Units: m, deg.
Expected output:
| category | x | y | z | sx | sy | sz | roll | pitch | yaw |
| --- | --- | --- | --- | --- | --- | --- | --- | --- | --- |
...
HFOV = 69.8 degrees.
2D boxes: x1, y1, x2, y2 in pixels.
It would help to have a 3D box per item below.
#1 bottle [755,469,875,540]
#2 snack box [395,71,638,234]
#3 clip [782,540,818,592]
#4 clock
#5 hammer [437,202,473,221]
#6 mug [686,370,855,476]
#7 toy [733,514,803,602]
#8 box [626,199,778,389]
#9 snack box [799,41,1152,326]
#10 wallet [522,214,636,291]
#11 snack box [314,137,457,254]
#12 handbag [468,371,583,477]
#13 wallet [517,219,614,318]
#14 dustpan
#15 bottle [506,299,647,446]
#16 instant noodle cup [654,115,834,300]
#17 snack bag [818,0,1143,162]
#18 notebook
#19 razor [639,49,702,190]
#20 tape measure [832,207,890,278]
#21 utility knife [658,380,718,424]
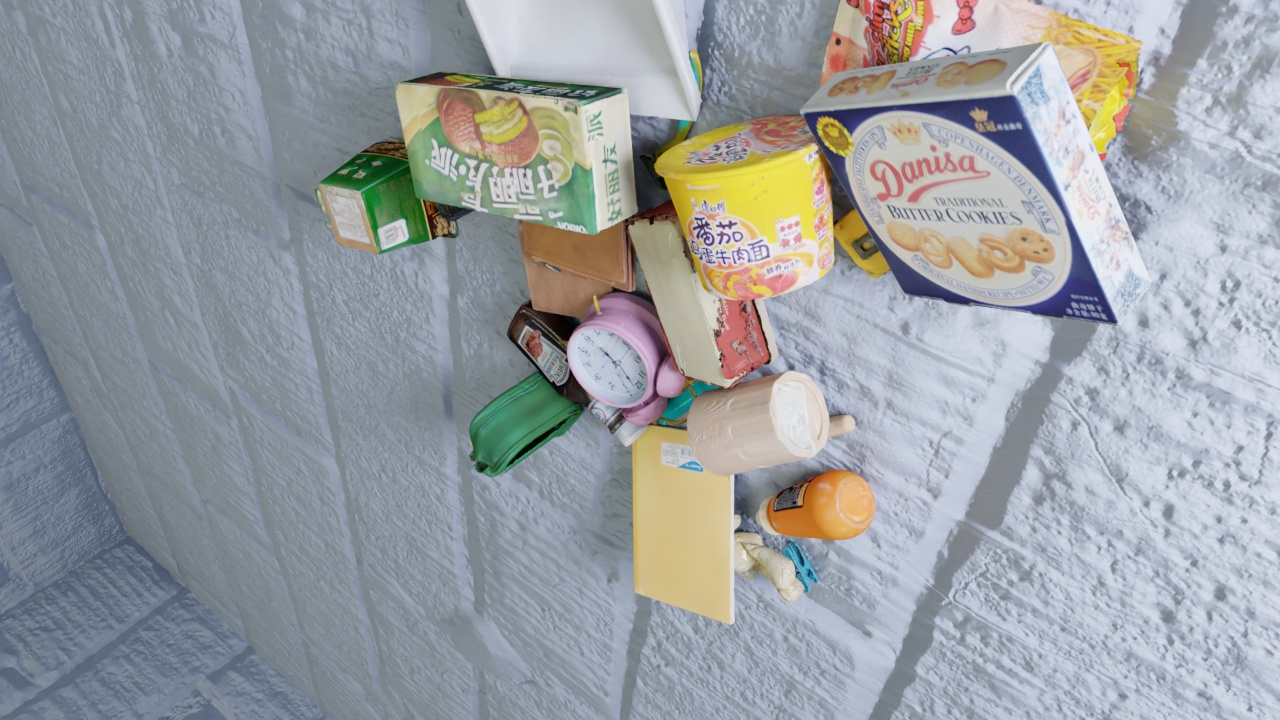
| category | x | y | z | sx | sy | sz | roll | pitch | yaw |
| --- | --- | --- | --- | --- | --- | --- | --- | --- | --- |
| bottle | 0.165 | 0.150 | 0.916 | 0.067 | 0.066 | 0.150 | 55 | 148 | -5 |
| snack box | -0.115 | -0.193 | 0.830 | 0.240 | 0.063 | 0.115 | 17 | 125 | 34 |
| clip | 0.172 | 0.222 | 0.991 | 0.014 | 0.047 | 0.057 | -24 | 96 | 52 |
| clock | -0.006 | 0.006 | 0.954 | 0.158 | 0.059 | 0.117 | 41 | 136 | 0 |
| hammer | -0.119 | -0.195 | 0.941 | 0.302 | 0.032 | 0.129 | -12 | 109 | 47 |
| mug | 0.123 | 0.061 | 0.852 | 0.104 | 0.124 | 0.084 | -19 | 66 | 48 |
| toy | 0.111 | 0.219 | 1.011 | 0.157 | 0.066 | 0.105 | 18 | 148 | 44 |
| box | 0.052 | -0.059 | 0.831 | 0.091 | 0.080 | 0.168 | 14 | 130 | 55 |
| snack box | 0.213 | -0.110 | 0.601 | 0.182 | 0.045 | 0.178 | 51 | 165 | -27 |
| wallet | -0.061 | -0.122 | 0.886 | 0.131 | 0.035 | 0.119 | 22 | 131 | 32 |
| snack box | -0.296 | -0.181 | 1.061 | 0.118 | 0.105 | 0.118 | 15 | 130 | 35 |
| handbag | -0.141 | 0.078 | 1.093 | 0.068 | 0.131 | 0.120 | 49 | 144 | 9 |
| wallet | -0.076 | -0.095 | 0.968 | 0.101 | 0.020 | 0.115 | 12 | 131 | 18 |
| dustpan | -0.081 | -0.319 | 0.710 | 0.223 | 0.142 | 0.258 | 16 | 117 | 35 |
| bottle | -0.069 | 0.016 | 1.040 | 0.195 | 0.043 | 0.080 | 47 | 141 | 8 |
| instant noodle cup | 0.090 | -0.118 | 0.718 | 0.138 | 0.137 | 0.110 | 7 | 124 | 40 |
| snack bag | 0.215 | -0.190 | 0.615 | 0.208 | 0.073 | 0.129 | 33 | 138 | 31 |
| notebook | 0.045 | 0.177 | 1.022 | 0.146 | 0.010 | 0.206 | 5 | 99 | 43 |
| razor | 0.032 | -0.209 | 0.789 | 0.133 | 0.028 | 0.043 | 110 | 144 | -49 |
| tape measure | 0.185 | -0.098 | 0.729 | 0.060 | 0.028 | 0.057 | 50 | 140 | 0 |
| utility knife | 0.052 | 0.034 | 0.969 | 0.029 | 0.012 | 0.152 | 53 | 143 | 3 |
